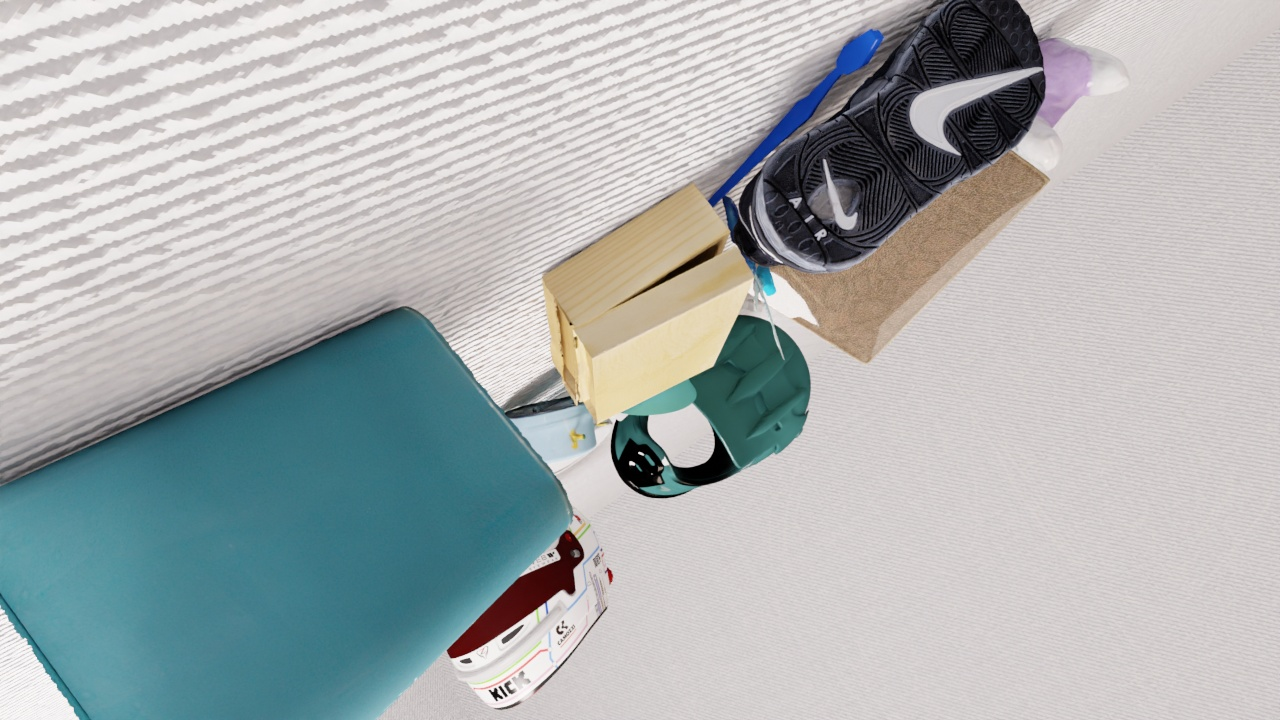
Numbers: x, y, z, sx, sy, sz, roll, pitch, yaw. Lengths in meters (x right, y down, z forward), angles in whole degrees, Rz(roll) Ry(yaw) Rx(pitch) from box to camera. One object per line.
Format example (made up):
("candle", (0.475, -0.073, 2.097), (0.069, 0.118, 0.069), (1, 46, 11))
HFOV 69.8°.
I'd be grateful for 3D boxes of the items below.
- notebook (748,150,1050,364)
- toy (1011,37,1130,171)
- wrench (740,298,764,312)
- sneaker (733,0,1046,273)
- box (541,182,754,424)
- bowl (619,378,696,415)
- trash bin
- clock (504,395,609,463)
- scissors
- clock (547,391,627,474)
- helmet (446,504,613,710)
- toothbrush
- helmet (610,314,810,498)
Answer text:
("notebook", (0.173, -0.112, 0.723), (0.216, 0.190, 0.034), (-51, -162, 31))
("toy", (0.330, -0.210, 0.845), (0.209, 0.085, 0.137), (-43, -157, 12))
("wrench", (0.157, -0.074, 1.132), (0.047, 0.009, 0.272), (9, -170, 22))
("sneaker", (0.156, -0.141, 0.621), (0.252, 0.097, 0.151), (-42, -172, -16))
("box", (0.001, -0.025, 0.706), (0.128, 0.092, 0.249), (-36, 170, -11))
("bowl", (-0.005, 0.005, 0.866), (0.120, 0.121, 0.046), (-23, 125, -50))
("trash bin", (-0.174, 0.103, 0.471), (0.218, 0.199, 0.197), (-36, 173, -31))
("clock", (-0.097, 0.067, 0.870), (0.125, 0.051, 0.088), (-8, -173, 21))
("scissors", (0.081, -0.066, 0.671), (0.014, 0.127, 0.127), (-20, -158, 19))
("clock", (-0.073, 0.065, 0.992), (0.119, 0.061, 0.160), (-23, 161, -49))
("helmet", (-0.175, 0.308, 1.282), (0.231, 0.236, 0.313), (-34, 179, 19))
("toothbrush", (0.093, -0.150, 0.608), (0.011, 0.016, 0.187), (-29, 171, -42))
("helmet", (0.091, 0.047, 1.042), (0.201, 0.176, 0.273), (-39, 178, 37))
